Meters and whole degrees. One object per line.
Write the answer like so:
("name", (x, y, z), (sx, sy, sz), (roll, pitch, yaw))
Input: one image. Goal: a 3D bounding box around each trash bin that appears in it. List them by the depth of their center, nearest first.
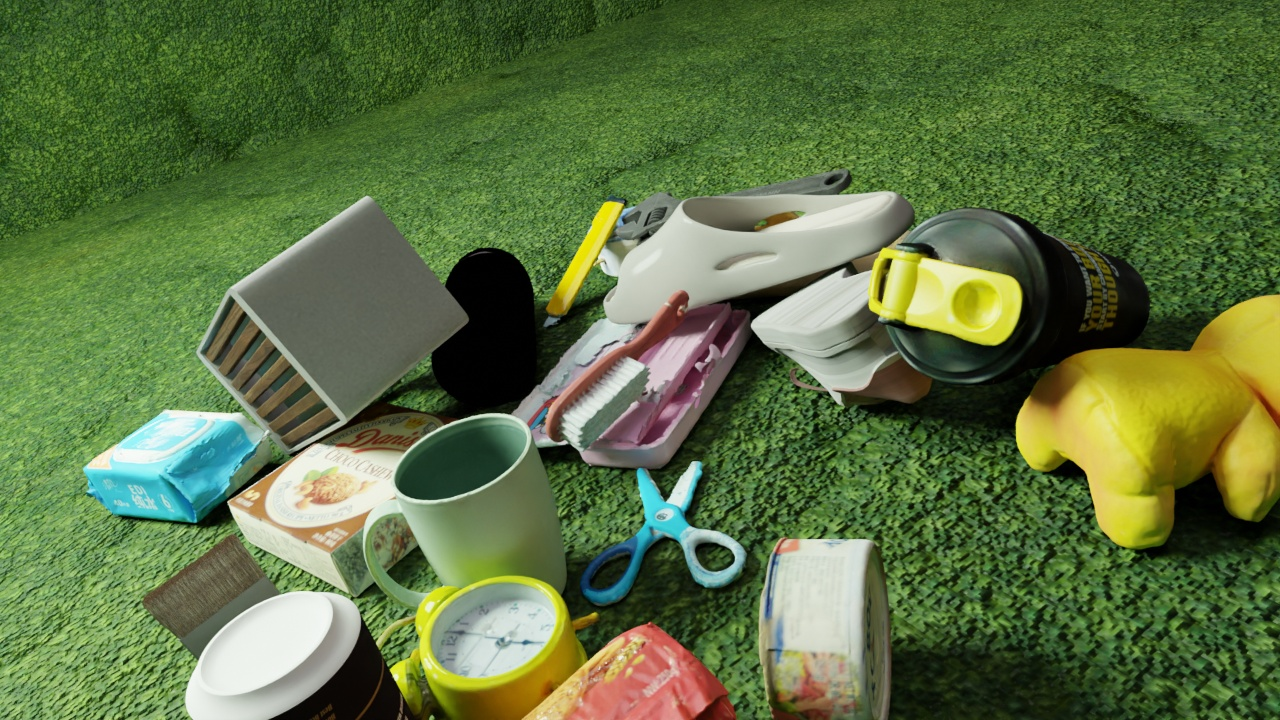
("trash bin", (-0.249, -0.017, 0.719), (0.114, 0.114, 0.229), (-45, 13, -30))

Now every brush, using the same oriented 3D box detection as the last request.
("brush", (-0.172, 0.147, 0.437), (0.045, 0.143, 0.008), (-40, 33, -23))
("brush", (-0.004, 0.004, 0.658), (0.030, 0.041, 0.171), (25, 48, 25))

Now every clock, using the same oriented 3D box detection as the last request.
("clock", (-0.082, 0.155, 0.467), (0.119, 0.057, 0.083), (-2, 32, 14))
("clock", (0.007, -0.131, 0.967), (0.125, 0.052, 0.088), (-15, 26, 2))

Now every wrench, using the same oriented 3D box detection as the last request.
("wrench", (0.073, -0.140, 0.825), (0.274, 0.018, 0.073), (-2, 45, 48))

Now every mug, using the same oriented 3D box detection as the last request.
("mug", (-0.101, 0.101, 0.528), (0.111, 0.104, 0.084), (-19, 27, -7))

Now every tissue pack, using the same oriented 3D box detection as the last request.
("tissue pack", (-0.382, 0.084, 0.762), (0.145, 0.062, 0.092), (0, 31, 28))

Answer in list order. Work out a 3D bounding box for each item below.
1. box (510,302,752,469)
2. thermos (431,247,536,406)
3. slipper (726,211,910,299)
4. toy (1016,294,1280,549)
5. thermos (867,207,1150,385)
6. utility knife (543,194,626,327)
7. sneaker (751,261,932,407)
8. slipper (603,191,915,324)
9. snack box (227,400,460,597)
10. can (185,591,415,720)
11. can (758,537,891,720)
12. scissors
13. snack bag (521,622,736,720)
("box", (-0.009, 0.013, 0.723), (0.153, 0.037, 0.200), (-2, 30, 30))
("thermos", (-0.140, -0.043, 0.843), (0.086, 0.086, 0.198), (-16, 27, 0))
("slipper", (0.122, -0.111, 0.841), (0.262, 0.079, 0.111), (1, 28, 29))
("toy", (0.307, 0.017, 0.486), (0.194, 0.087, 0.134), (-15, 23, 3))
("thermos", (0.224, -0.035, 0.539), (0.220, 0.098, 0.098), (-2, 11, -45))
("utility knife", (-0.057, -0.100, 0.913), (0.030, 0.017, 0.158), (9, 62, 43))
("sneaker", (0.147, -0.011, 0.649), (0.099, 0.089, 0.236), (-33, 5, 6))
("slipper", (0.077, -0.102, 0.729), (0.267, 0.081, 0.112), (-12, 24, 33))
("snack box", (-0.197, 0.092, 0.669), (0.143, 0.041, 0.146), (9, 36, 41))
("can", (-0.134, 0.166, 0.395), (0.072, 0.129, 0.071), (-13, 27, 6))
("can", (0.084, 0.122, 0.407), (0.043, 0.086, 0.086), (-4, 29, 22))
("scissors", (0.004, 0.105, 0.567), (0.117, 0.013, 0.140), (-21, 30, -5))
("snack bag", (-0.032, 0.182, 0.369), (0.176, 0.082, 0.082), (-34, 32, -30))
